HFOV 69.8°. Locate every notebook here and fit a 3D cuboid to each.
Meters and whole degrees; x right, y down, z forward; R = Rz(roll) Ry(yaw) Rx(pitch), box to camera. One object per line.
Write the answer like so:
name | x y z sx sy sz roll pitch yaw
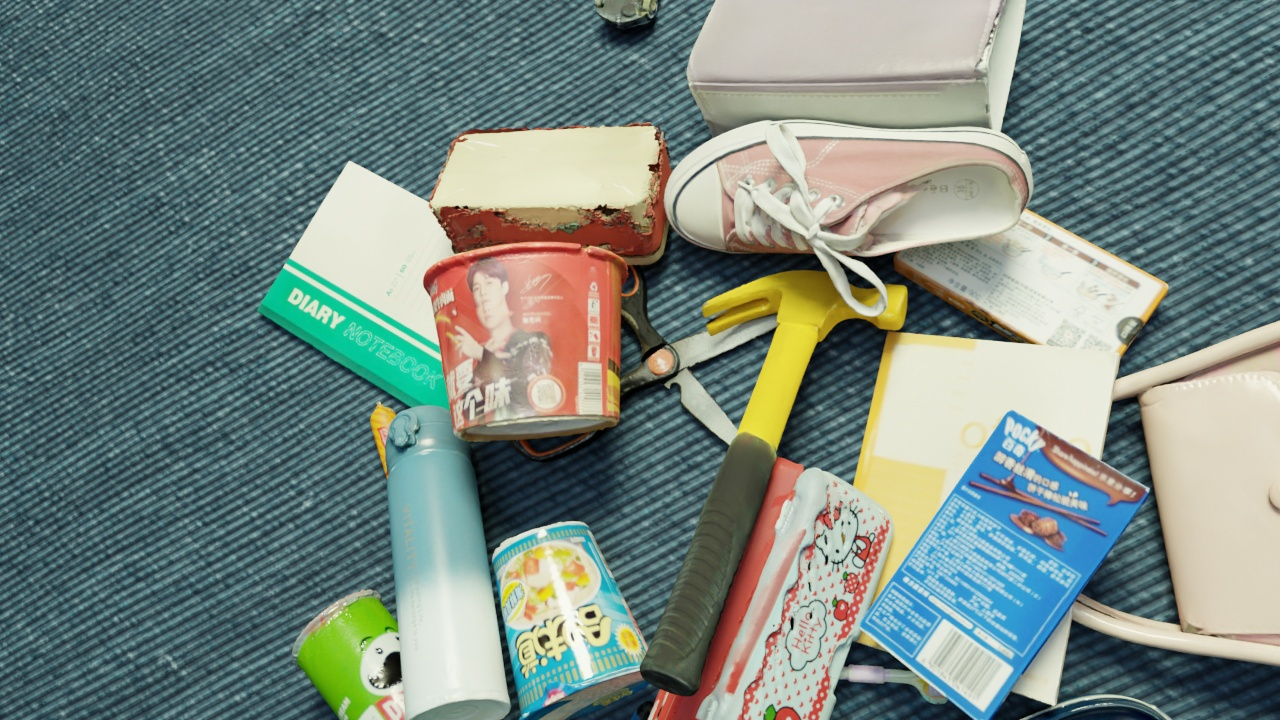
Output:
notebook | -0.196 -0.057 0.737 0.209 0.012 0.150 28 86 19
notebook | 0.200 0.086 0.568 0.146 0.010 0.206 9 79 37

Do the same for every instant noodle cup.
instant noodle cup | -0.073 -0.006 0.606 0.138 0.138 0.108 -8 79 13
instant noodle cup | -0.049 0.168 0.601 0.099 0.099 0.109 -26 63 8

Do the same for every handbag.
handbag | 0.329 0.081 0.530 0.235 0.093 0.193 -10 74 24
handbag | 0.149 -0.218 0.622 0.197 0.098 0.144 10 71 28

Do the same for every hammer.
hammer | 0.067 0.053 0.548 0.129 0.033 0.299 8 51 24

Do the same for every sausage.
sausage | -0.173 0.104 0.684 0.021 0.021 0.165 -26 71 8

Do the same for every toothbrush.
toothbrush | 0.098 0.200 0.588 0.190 0.029 0.020 0 34 16
toothbrush | -0.049 0.303 0.604 0.014 0.016 0.189 36 87 20

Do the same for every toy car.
toy car | -0.002 -0.311 0.735 0.049 0.031 0.105 13 79 19

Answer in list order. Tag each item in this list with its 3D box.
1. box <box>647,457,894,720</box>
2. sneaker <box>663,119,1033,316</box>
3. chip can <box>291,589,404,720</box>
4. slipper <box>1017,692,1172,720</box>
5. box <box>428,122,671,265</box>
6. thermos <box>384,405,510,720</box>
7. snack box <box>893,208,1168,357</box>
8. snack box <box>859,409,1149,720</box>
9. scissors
box | 0.084 0.167 0.557 0.100 0.095 0.201 25 73 1
sneaker | 0.116 -0.098 0.581 0.241 0.118 0.087 4 34 28
chip can | -0.134 0.259 0.600 0.236 0.072 0.072 41 89 24
slipper | 0.190 0.268 0.508 0.253 0.095 0.105 -26 68 4
box | -0.065 -0.125 0.670 0.168 0.078 0.091 2 58 16
thermos | -0.135 0.131 0.613 0.070 0.070 0.220 -23 55 9
snack box | 0.252 -0.055 0.604 0.154 0.026 0.075 36 88 21
snack box | 0.204 0.116 0.523 0.084 0.026 0.157 36 93 31
scissors | -0.004 0.000 0.664 0.221 0.021 0.233 -38 69 4
